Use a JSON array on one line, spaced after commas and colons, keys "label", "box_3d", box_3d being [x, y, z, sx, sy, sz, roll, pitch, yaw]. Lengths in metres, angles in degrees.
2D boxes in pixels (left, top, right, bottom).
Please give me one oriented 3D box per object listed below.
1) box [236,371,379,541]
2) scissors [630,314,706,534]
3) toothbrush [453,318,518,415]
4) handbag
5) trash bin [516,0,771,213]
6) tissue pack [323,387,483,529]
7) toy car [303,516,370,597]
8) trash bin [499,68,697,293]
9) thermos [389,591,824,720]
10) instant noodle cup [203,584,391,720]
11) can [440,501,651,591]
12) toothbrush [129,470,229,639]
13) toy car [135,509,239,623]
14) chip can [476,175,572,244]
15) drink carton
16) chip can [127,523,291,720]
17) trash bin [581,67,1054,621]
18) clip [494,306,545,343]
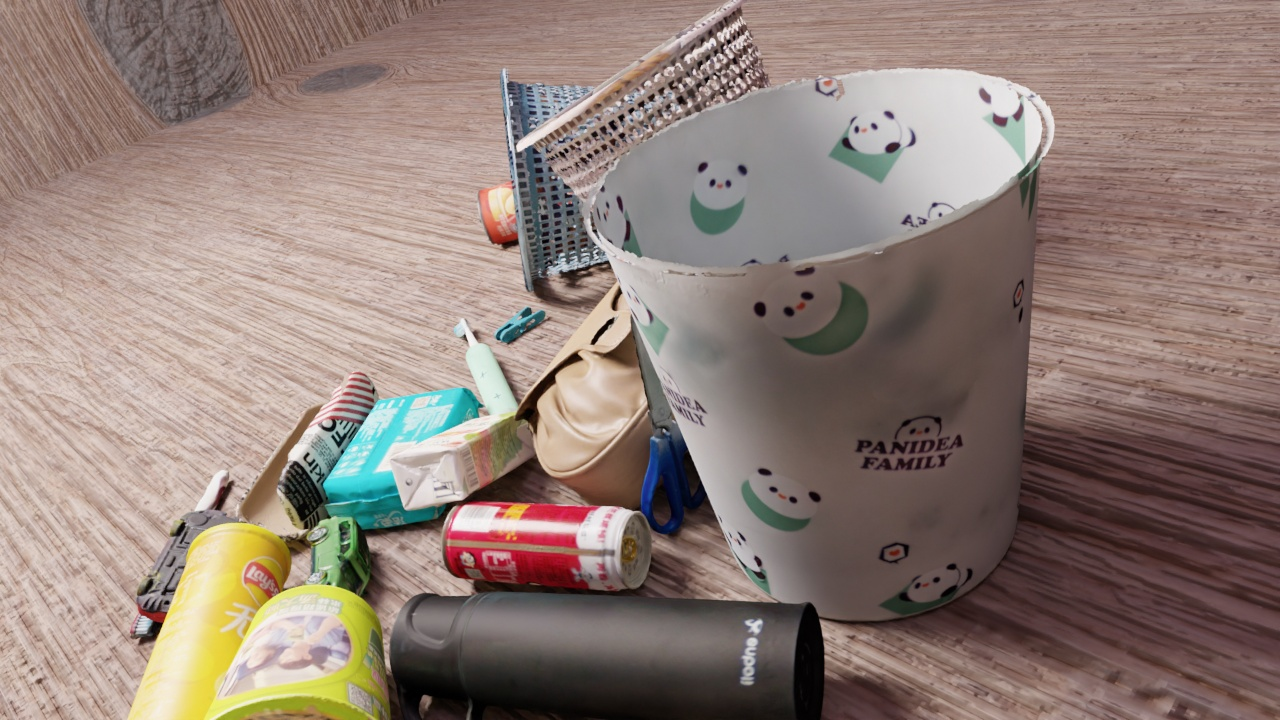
[{"label": "box", "box_3d": [-0.276, 0.080, 0.765, 0.088, 0.076, 0.162, -12, 33, 15]}, {"label": "scissors", "box_3d": [0.006, 0.045, 0.580, 0.012, 0.175, 0.107, 19, 70, 40]}, {"label": "toothbrush", "box_3d": [-0.144, 0.008, 0.847, 0.027, 0.026, 0.224, -42, 34, 3]}, {"label": "handbag", "box_3d": [-0.004, 0.004, 0.675, 0.204, 0.100, 0.148, -53, 33, -12]}, {"label": "trash bin", "box_3d": [0.041, -0.164, 0.776, 0.228, 0.192, 0.227, -31, 17, 10]}, {"label": "tissue pack", "box_3d": [-0.188, 0.075, 0.744, 0.093, 0.050, 0.133, -9, 33, 17]}, {"label": "toy car", "box_3d": [-0.214, 0.148, 0.653, 0.036, 0.043, 0.091, -19, 32, -3]}, {"label": "trash bin", "box_3d": [-0.036, -0.192, 0.952, 0.195, 0.227, 0.226, -6, 32, -6]}, {"label": "thermos", "box_3d": [-0.025, 0.176, 0.509, 0.243, 0.068, 0.089, -5, 66, 23]}, {"label": "instant noodle cup", "box_3d": [-0.190, 0.194, 0.522, 0.111, 0.112, 0.123, -20, 24, -3]}, {"label": "can", "box_3d": [-0.062, 0.122, 0.607, 0.133, 0.053, 0.053, -2, 35, 24]}, {"label": "toothbrush", "box_3d": [-0.370, 0.152, 0.752, 0.017, 0.016, 0.187, -7, 33, 3]}, {"label": "toy car", "box_3d": [-0.346, 0.157, 0.709, 0.049, 0.031, 0.106, 10, 34, -9]}, {"label": "chip can", "box_3d": [-0.082, -0.197, 1.086, 0.217, 0.073, 0.073, -13, 32, 7]}, {"label": "drink carton", "box_3d": [-0.128, 0.073, 0.685, 0.054, 0.045, 0.122, -12, 5, 19]}, {"label": "chip can", "box_3d": [-0.275, 0.198, 0.581, 0.072, 0.072, 0.213, -18, 32, 0]}, {"label": "trash bin", "box_3d": [0.113, -0.005, 0.526, 0.230, 0.252, 0.229, -13, 33, 8]}, {"label": "clip", "box_3d": [-0.121, -0.036, 0.915, 0.039, 0.014, 0.055, 15, 45, 42]}]
